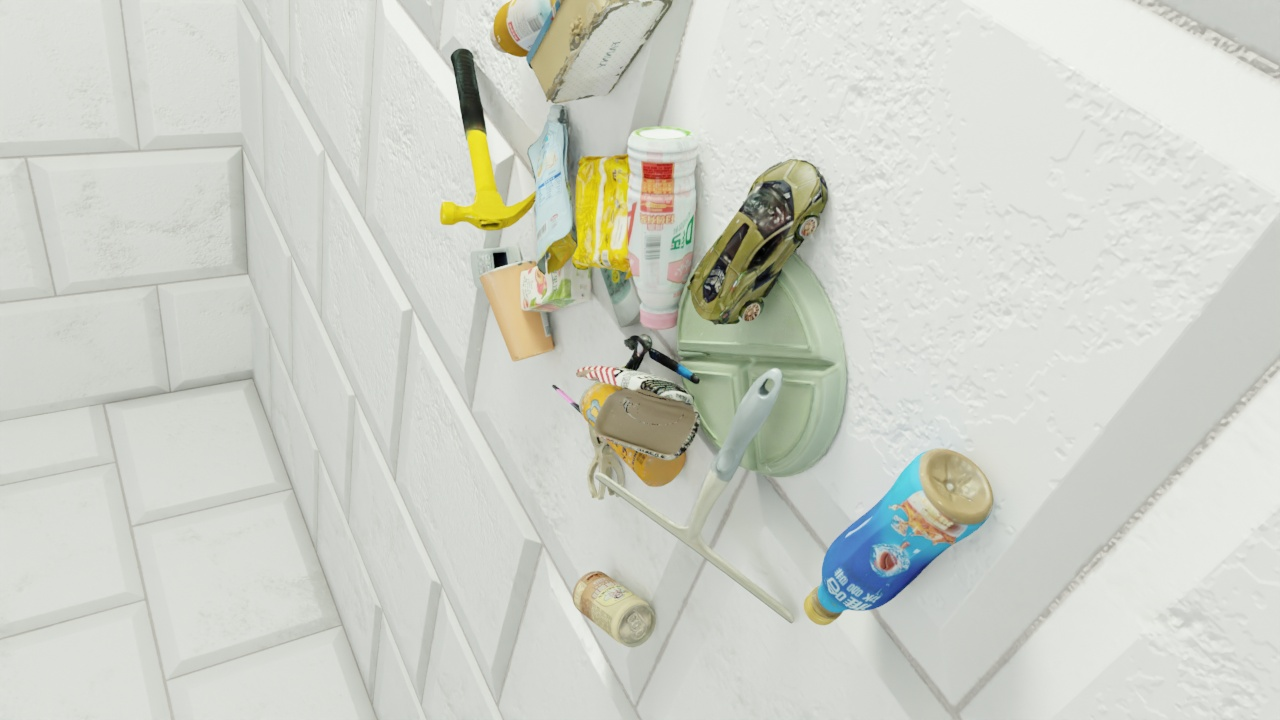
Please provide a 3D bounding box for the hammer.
[{"bbox_3d":[-0.216,-0.296,1.214,0.033,0.128,0.300,125,137,-52],"label":"hammer"}]

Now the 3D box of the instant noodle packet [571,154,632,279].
[{"bbox_3d":[-0.031,-0.154,0.979,0.111,0.044,0.128,14,101,52],"label":"instant noodle packet"}]

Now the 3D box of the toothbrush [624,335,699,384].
[{"bbox_3d":[0.020,-0.002,0.965,0.189,0.016,0.014,-146,44,-65],"label":"toothbrush"}]

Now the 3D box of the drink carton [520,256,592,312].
[{"bbox_3d":[-0.104,-0.093,1.141,0.123,0.045,0.053,-8,80,57],"label":"drink carton"}]

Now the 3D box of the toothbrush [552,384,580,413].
[{"bbox_3d":[-0.045,0.080,1.098,0.189,0.014,0.018,39,104,30],"label":"toothbrush"}]

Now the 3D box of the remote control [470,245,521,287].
[{"bbox_3d":[-0.210,-0.134,1.325,0.150,0.021,0.058,6,105,59],"label":"remote control"}]

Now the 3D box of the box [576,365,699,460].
[{"bbox_3d":[-0.008,0.053,0.947,0.162,0.075,0.086,8,90,52],"label":"box"}]

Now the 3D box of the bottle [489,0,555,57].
[{"bbox_3d":[-0.118,-0.386,1.042,0.190,0.067,0.068,11,109,58],"label":"bottle"}]

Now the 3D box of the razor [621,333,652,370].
[{"bbox_3d":[-0.006,0.006,0.997,0.042,0.022,0.143,59,162,15],"label":"razor"}]

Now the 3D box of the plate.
[{"bbox_3d":[0.101,-0.001,0.855,0.230,0.027,0.230,26,121,52],"label":"plate"}]

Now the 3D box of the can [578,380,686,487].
[{"bbox_3d":[-0.011,0.080,1.034,0.146,0.058,0.058,42,134,45],"label":"can"}]

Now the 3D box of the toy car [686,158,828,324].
[{"bbox_3d":[0.097,-0.100,0.778,0.158,0.042,0.070,-57,48,20],"label":"toy car"}]

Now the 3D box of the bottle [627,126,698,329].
[{"bbox_3d":[0.021,-0.127,0.910,0.068,0.068,0.197,35,133,49],"label":"bottle"}]

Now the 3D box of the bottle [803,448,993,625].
[{"bbox_3d":[0.190,0.151,0.724,0.065,0.065,0.219,61,146,27],"label":"bottle"}]

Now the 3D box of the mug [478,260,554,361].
[{"bbox_3d":[-0.159,-0.064,1.220,0.078,0.078,0.123,-15,93,59],"label":"mug"}]

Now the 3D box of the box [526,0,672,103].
[{"bbox_3d":[-0.047,-0.328,0.926,0.185,0.089,0.062,-33,78,56],"label":"box"}]

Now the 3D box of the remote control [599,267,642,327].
[{"bbox_3d":[-0.026,-0.106,1.033,0.056,0.019,0.135,-36,69,57],"label":"remote control"}]

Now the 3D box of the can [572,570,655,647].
[{"bbox_3d":[-0.035,0.311,1.152,0.116,0.058,0.058,18,115,56],"label":"can"}]

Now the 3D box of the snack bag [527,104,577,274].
[{"bbox_3d":[-0.105,-0.205,1.087,0.111,0.038,0.190,124,144,-60],"label":"snack bag"}]

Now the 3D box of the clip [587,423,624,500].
[{"bbox_3d":[-0.046,0.120,1.132,0.072,0.034,0.100,4,99,59],"label":"clip"}]

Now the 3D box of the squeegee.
[{"bbox_3d":[0.075,0.106,0.838,0.246,0.039,0.247,35,130,17],"label":"squeegee"}]
